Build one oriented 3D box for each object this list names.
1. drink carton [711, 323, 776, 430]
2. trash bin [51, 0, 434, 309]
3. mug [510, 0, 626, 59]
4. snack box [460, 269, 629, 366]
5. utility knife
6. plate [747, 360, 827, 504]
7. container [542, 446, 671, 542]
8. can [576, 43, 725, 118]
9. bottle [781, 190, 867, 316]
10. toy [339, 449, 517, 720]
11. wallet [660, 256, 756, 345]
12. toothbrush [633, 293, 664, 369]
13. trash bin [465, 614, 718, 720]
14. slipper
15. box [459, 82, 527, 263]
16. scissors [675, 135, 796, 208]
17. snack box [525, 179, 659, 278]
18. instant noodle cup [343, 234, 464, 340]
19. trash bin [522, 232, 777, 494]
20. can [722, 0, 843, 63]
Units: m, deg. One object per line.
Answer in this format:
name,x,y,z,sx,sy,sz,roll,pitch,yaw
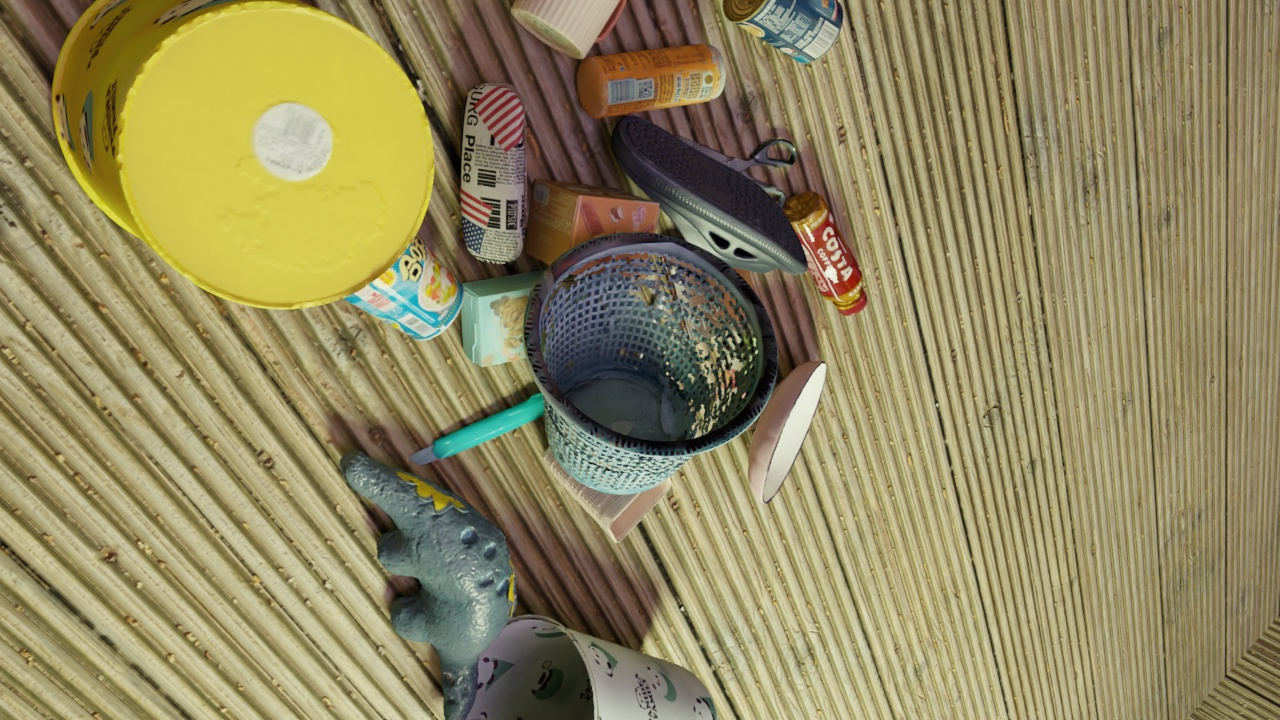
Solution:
drink carton,0.126,0.021,1.116,0.045,0.053,0.123,-4,111,-35
trash bin,-0.277,-0.156,0.646,0.229,0.255,0.230,-13,115,-29
mug,-0.053,-0.338,0.844,0.106,0.082,0.114,-59,158,2
snack box,-0.096,-0.050,0.938,0.174,0.052,0.074,-13,116,-29
utility knife,-0.160,0.070,0.969,0.174,0.013,0.029,-24,118,-21
plate,0.177,0.084,1.144,0.191,0.039,0.193,-52,156,-35
container,-0.039,0.122,0.996,0.090,0.111,0.090,-45,160,-12
can,0.011,-0.280,0.915,0.145,0.058,0.058,-17,117,-28
bottle,0.229,-0.126,1.123,0.057,0.057,0.175,-46,127,-10
toy,-0.201,0.232,0.959,0.137,0.091,0.357,-17,116,-14
wallet,0.080,-0.089,1.056,0.101,0.032,0.125,-30,122,-18
toothbrush,-0.006,0.006,1.046,0.016,0.016,0.180,13,101,-31
trash bin,-0.052,0.429,1.063,0.251,0.230,0.229,27,92,-44
slipper,0.065,-0.161,0.982,0.268,0.110,0.084,27,129,-28
box,-0.133,-0.170,0.846,0.076,0.086,0.163,-4,113,-21
scissors,0.110,-0.223,1.036,0.162,0.014,0.165,-42,124,-11
snack box,-0.049,-0.131,0.912,0.094,0.093,0.077,-1,109,-34
instant noodle cup,-0.219,-0.074,0.825,0.099,0.099,0.110,-52,135,-6
trash bin,-0.008,0.025,0.874,0.226,0.226,0.196,-24,159,-24
can,0.151,-0.368,0.963,0.111,0.075,0.075,15,99,-38
